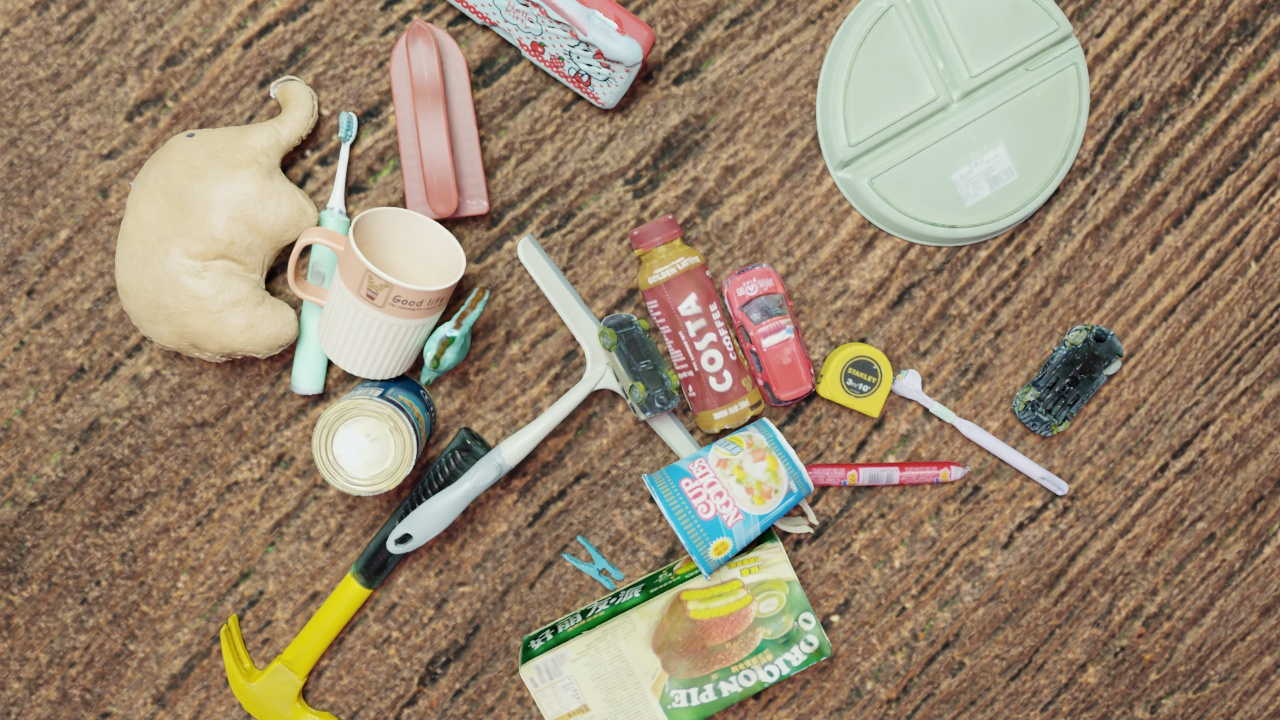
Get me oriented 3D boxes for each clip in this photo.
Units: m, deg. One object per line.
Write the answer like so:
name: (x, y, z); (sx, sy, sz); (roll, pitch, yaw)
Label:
clip: (0.103, 0.118, 0.777); (0.098, 0.034, 0.064); (28, 96, -3)
clip: (-0.039, 0.174, 0.783); (0.056, 0.014, 0.041); (38, 94, -9)

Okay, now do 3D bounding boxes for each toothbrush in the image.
toothbrush: (-0.245, -0.082, 0.722); (0.026, 0.027, 0.224); (13, 97, 5)
toothbrush: (0.296, 0.065, 0.792); (0.189, 0.021, 0.029); (33, 132, -10)

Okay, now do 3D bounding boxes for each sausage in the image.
sausage: (0.209, 0.097, 0.789); (0.156, 0.020, 0.020); (-1, 98, -4)

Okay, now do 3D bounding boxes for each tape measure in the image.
tape measure: (0.180, 0.014, 0.769); (0.060, 0.029, 0.057); (21, 97, -7)

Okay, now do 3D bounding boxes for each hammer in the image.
hammer: (-0.229, 0.179, 0.760); (0.129, 0.033, 0.301); (39, 94, -10)

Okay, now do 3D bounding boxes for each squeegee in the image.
squeegee: (-0.100, 0.068, 0.722); (0.246, 0.039, 0.246); (-40, 100, -11)

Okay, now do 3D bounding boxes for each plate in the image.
plate: (0.257, -0.208, 0.744); (0.230, 0.027, 0.230); (-1, 99, -4)

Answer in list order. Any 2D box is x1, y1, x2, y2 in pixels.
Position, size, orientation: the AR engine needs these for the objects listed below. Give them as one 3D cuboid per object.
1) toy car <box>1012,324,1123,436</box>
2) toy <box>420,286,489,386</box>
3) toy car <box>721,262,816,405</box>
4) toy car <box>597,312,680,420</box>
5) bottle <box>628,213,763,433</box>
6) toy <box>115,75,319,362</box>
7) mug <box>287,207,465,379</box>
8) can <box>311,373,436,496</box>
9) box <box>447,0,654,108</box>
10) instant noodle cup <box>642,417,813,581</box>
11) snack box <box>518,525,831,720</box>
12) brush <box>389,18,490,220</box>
toy car: (0.363, 0.015, 0.782); (0.049, 0.031, 0.105); (39, 95, -10)
toy: (-0.145, -0.016, 0.708); (0.030, 0.092, 0.096); (33, 91, -9)
toy car: (0.107, -0.021, 0.751); (0.053, 0.045, 0.120); (-23, 97, -2)
toy car: (-0.004, 0.004, 0.735); (0.042, 0.035, 0.090); (-17, 74, -38)
bottle: (0.042, -0.030, 0.737); (0.057, 0.057, 0.175); (-24, 100, -1)
toy: (-0.314, -0.112, 0.690); (0.143, 0.082, 0.226); (12, 94, -11)
mug: (-0.202, -0.053, 0.678); (0.114, 0.081, 0.106); (20, 131, -20)
can: (-0.201, 0.054, 0.703); (0.075, 0.111, 0.075); (-1, 98, -5)
box: (-0.088, -0.264, 0.674); (0.201, 0.090, 0.068); (34, 86, -9)
instant noodle cup: (0.072, 0.102, 0.724); (0.110, 0.099, 0.099); (-34, 99, -2)
snack box: (0.028, 0.241, 0.773); (0.240, 0.063, 0.114); (-27, 100, 0)
brush: (-0.154, -0.181, 0.693); (0.063, 0.069, 0.146); (-7, 99, -5)
